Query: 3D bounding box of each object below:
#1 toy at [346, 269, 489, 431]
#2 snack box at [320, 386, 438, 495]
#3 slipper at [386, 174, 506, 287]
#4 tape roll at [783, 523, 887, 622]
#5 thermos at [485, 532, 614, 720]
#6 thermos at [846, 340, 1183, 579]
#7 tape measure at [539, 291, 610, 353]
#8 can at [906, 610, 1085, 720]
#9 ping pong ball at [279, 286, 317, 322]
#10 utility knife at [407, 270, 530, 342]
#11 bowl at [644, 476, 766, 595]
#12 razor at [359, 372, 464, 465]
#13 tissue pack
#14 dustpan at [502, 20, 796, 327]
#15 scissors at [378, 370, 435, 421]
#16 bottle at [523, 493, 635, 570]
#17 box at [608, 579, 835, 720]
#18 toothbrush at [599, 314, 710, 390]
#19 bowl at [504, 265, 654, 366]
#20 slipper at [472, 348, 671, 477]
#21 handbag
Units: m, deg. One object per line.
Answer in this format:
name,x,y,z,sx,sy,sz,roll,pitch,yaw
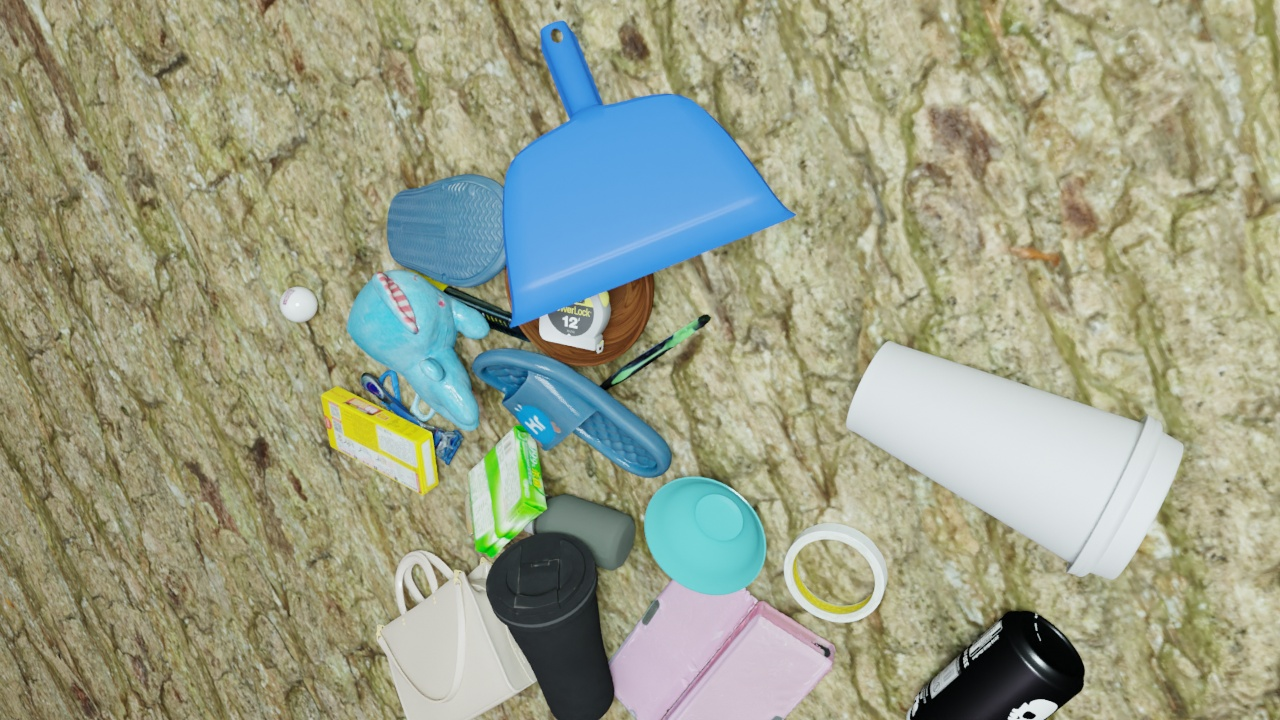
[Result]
toy,-0.206,-0.016,0.909,0.180,0.114,0.184,50,164,4
snack box,-0.291,0.088,1.021,0.152,0.025,0.075,21,128,27
slipper,-0.181,-0.123,0.888,0.214,0.059,0.104,7,98,47
tape roll,0.182,0.199,0.858,0.094,0.019,0.094,8,110,23
thermos,-0.080,0.278,0.924,0.106,0.105,0.219,8,131,23
thermos,0.281,0.066,0.717,0.222,0.131,0.132,27,116,24
tape measure,-0.058,-0.043,0.814,0.064,0.016,0.065,12,111,22
can,0.304,0.288,0.793,0.080,0.080,0.146,39,118,10
ping pong ball,-0.383,-0.063,1.028,0.040,0.040,0.040,8,109,23
utility knife,-0.168,-0.051,0.943,0.186,0.020,0.029,23,136,16
bowl,0.068,0.160,0.883,0.121,0.046,0.121,8,109,23
razor,-0.257,0.060,1.008,0.141,0.018,0.044,36,117,10
tissue pack,-0.141,0.134,0.948,0.100,0.034,0.113,-43,43,29
dustpan,-0.033,-0.183,0.776,0.245,0.059,0.257,-21,80,1
scissors,-0.256,0.075,1.031,0.097,0.020,0.133,2,106,28
bottle,-0.064,0.172,0.942,0.108,0.060,0.060,15,112,20
box,0.065,0.322,0.937,0.180,0.050,0.233,36,118,12
toothbrush,-0.005,0.005,0.891,0.188,0.017,0.014,-34,94,26
bowl,-0.045,-0.074,0.850,0.147,0.068,0.147,8,109,24
slipper,-0.065,0.055,0.870,0.213,0.059,0.104,32,150,-9
handbag,-0.218,0.307,1.048,0.195,0.101,0.198,-38,76,29
